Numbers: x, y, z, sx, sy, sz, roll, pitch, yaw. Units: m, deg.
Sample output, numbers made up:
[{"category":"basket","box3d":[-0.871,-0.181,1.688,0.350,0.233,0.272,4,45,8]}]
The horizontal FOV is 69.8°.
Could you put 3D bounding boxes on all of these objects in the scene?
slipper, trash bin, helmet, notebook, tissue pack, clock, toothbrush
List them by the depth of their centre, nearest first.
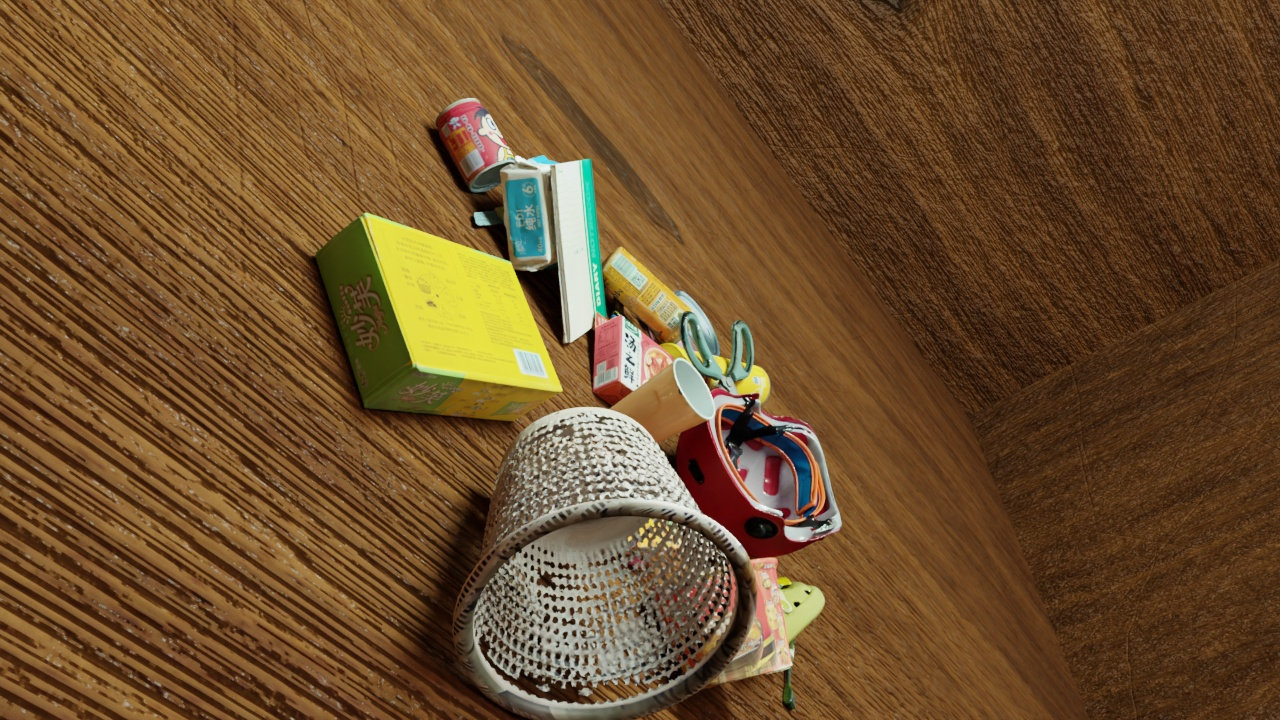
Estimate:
[{"category":"trash bin","box3d":[-0.039,0.148,0.752,0.227,0.228,0.192,44,14,-29]},{"category":"slipper","box3d":[0.153,0.295,1.084,0.081,0.092,0.190,59,26,9]},{"category":"tissue pack","box3d":[-0.124,-0.176,1.104,0.089,0.063,0.140,-33,121,-68]},{"category":"notebook","box3d":[-0.076,-0.139,1.131,0.150,0.012,0.209,-47,134,-69]},{"category":"helmet","box3d":[0.125,0.151,1.143,0.240,0.144,0.206,28,35,-30]},{"category":"toothbrush","box3d":[0.191,0.368,1.164,0.017,0.012,0.185,57,22,-17]},{"category":"clock","box3d":[0.052,-0.043,1.345,0.158,0.060,0.117,20,44,-58]}]

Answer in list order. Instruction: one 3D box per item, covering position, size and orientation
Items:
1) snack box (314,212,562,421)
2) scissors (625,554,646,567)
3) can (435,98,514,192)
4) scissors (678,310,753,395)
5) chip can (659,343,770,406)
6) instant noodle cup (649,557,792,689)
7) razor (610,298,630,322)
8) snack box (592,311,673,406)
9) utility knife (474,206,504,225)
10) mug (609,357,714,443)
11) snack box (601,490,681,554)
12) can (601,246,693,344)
[{"category":"snack box","box3d":[-0.179,-0.032,0.845,0.209,0.070,0.157,12,50,-59]},{"category":"scissors","box3d":[-0.020,0.158,0.992,0.135,0.017,0.133,32,37,-38]},{"category":"can","box3d":[-0.198,-0.258,1.100,0.094,0.067,0.066,60,23,6]},{"category":"scissors","box3d":[0.114,-0.011,1.257,0.170,0.019,0.178,59,37,-15]},{"category":"chip can","box3d":[0.099,0.027,1.297,0.213,0.072,0.072,13,48,-49]},{"category":"instant noodle cup","box3d":[0.089,0.271,0.936,0.137,0.138,0.108,17,54,-57]},{"category":"razor","box3d":[-0.028,-0.083,1.280,0.042,0.022,0.142,33,33,-25]},{"category":"snack box","box3d":[-0.007,0.007,1.156,0.113,0.044,0.126,37,40,-40]},{"category":"utility knife","box3d":[-0.159,-0.181,1.158,0.031,0.022,0.212,53,27,4]},{"category":"mug","box3d":[0.014,0.060,1.052,0.078,0.123,0.078,43,28,-30]},{"category":"snack box","box3d":[-0.021,0.159,0.942,0.155,0.027,0.077,13,55,-47]},{"category":"can","box3d":[0.007,-0.087,1.247,0.146,0.058,0.058,41,26,-10]}]
